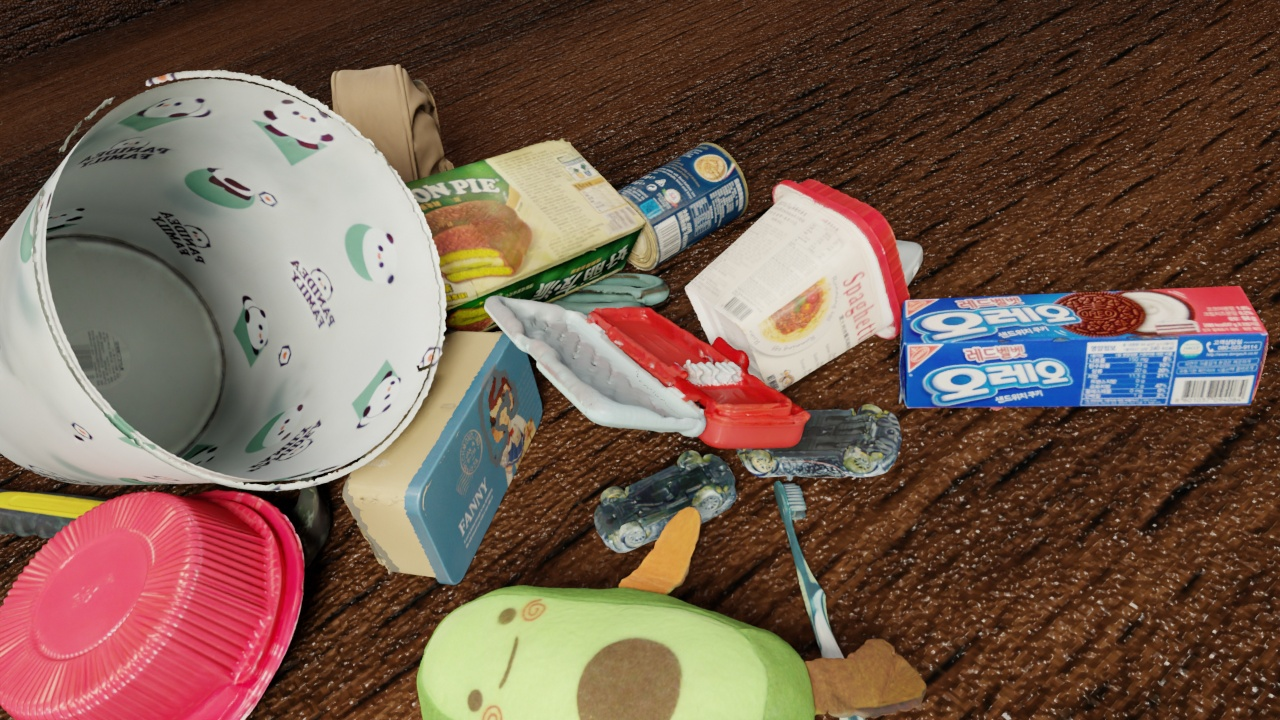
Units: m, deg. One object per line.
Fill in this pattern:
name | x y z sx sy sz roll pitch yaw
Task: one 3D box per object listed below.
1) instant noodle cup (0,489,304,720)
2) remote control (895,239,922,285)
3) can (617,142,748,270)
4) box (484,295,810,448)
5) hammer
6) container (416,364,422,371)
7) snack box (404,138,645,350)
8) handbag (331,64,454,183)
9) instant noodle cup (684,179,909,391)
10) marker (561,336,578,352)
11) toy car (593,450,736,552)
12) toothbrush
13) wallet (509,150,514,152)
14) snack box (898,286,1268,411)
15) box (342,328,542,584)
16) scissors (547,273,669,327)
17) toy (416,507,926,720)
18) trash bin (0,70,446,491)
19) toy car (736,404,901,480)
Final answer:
instant noodle cup | -0.298 0.148 0.533 0.194 0.066 0.193 -12 50 14
remote control | 0.159 -0.084 0.755 0.136 0.020 0.055 13 46 31
can | 0.031 -0.137 0.819 0.111 0.075 0.075 -34 41 -23
box | -0.004 0.004 0.600 0.157 0.038 0.201 2 20 -29
hammer | -0.367 0.115 0.661 0.324 0.032 0.125 1 39 20
container | -0.238 -0.017 0.743 0.111 0.090 0.089 -8 38 13
snack box | -0.118 -0.093 0.719 0.239 0.063 0.114 -30 70 -40
handbag | -0.219 -0.163 0.836 0.099 0.205 0.147 -8 23 -10
instant noodle cup | 0.109 -0.049 0.660 0.124 0.116 0.116 -36 40 -9
marker | -0.056 -0.010 0.732 0.131 0.018 0.022 17 55 35
toy car | 0.016 0.089 0.567 0.090 0.034 0.043 -23 41 -9
toothbrush | 0.099 0.133 0.500 0.018 0.016 0.191 -4 36 -4
wallet | -0.163 -0.186 0.957 0.101 0.032 0.124 -30 18 -14
snack box | 0.272 -0.006 0.588 0.208 0.057 0.058 -2 36 17
box | -0.126 0.062 0.605 0.060 0.090 0.183 1 42 17
scissors | -0.069 -0.043 0.760 0.180 0.019 0.139 -1 27 12
toy | -0.003 0.165 0.428 0.247 0.090 0.226 5 43 24
trash bin | -0.290 -0.024 0.575 0.253 0.229 0.228 -13 31 40
toy car | 0.112 0.054 0.581 0.106 0.031 0.048 -3 36 32
